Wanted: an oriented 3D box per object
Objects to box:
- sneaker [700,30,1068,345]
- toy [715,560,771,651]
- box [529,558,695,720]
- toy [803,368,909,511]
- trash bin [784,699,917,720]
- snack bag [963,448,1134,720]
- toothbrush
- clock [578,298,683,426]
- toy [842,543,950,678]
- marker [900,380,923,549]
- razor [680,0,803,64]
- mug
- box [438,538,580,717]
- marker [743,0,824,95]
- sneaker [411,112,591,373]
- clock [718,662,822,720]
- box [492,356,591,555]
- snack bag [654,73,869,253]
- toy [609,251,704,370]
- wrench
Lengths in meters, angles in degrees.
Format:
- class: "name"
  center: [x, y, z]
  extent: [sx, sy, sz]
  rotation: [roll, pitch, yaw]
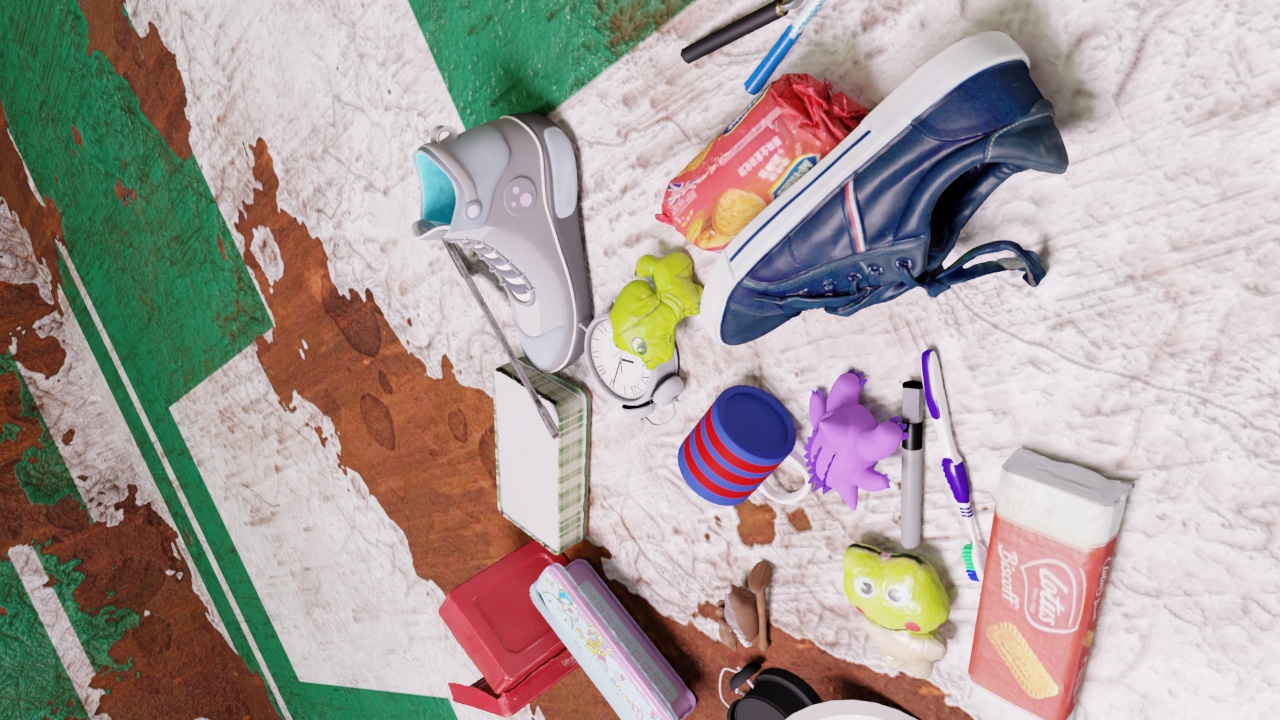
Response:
- class: "sneaker"
  center: [0.156, -0.067, 0.610]
  extent: [0.296, 0.120, 0.127]
  rotation: [-42, 66, 45]
- class: "toy"
  center: [0.098, 0.237, 0.872]
  extent: [0.055, 0.041, 0.102]
  rotation: [5, 125, 19]
- class: "box"
  center: [-0.024, 0.302, 0.987]
  extent: [0.214, 0.089, 0.093]
  rotation: [49, 143, 16]
- class: "toy"
  center: [0.156, 0.066, 0.711]
  extent: [0.088, 0.055, 0.106]
  rotation: [95, 152, -44]
- class: "trash bin"
  center: [0.183, 0.438, 0.797]
  extent: [0.195, 0.195, 0.200]
  rotation: [30, 139, 32]
- class: "snack bag"
  center: [0.283, 0.175, 0.653]
  extent: [0.077, 0.041, 0.225]
  rotation: [22, 126, 40]
- class: "toothbrush"
  center: [0.231, 0.080, 0.675]
  extent: [0.016, 0.015, 0.187]
  rotation: [-4, 106, 52]
- class: "clock"
  center: [-0.005, 0.005, 0.860]
  extent: [0.095, 0.035, 0.122]
  rotation: [-31, 86, 49]
- class: "toy"
  center: [0.208, 0.205, 0.742]
  extent: [0.092, 0.043, 0.118]
  rotation: [3, 114, 43]
- class: "marker"
  center: [0.207, 0.082, 0.699]
  extent: [0.016, 0.016, 0.141]
  rotation: [14, 120, 41]
- class: "razor"
  center: [0.080, -0.245, 0.656]
  extent: [0.022, 0.042, 0.145]
  rotation: [38, 152, -25]
- class: "mug"
  center: [0.097, 0.081, 0.778]
  extent: [0.112, 0.074, 0.076]
  rotation: [30, 135, -3]
- class: "box"
  center: [-0.143, 0.302, 1.066]
  extent: [0.152, 0.156, 0.165]
  rotation: [-2, 106, 44]
- class: "marker"
  center: [0.114, -0.238, 0.631]
  extent: [0.013, 0.013, 0.142]
  rotation: [53, 137, 11]
- class: "sneaker"
  center: [-0.132, -0.091, 0.847]
  extent: [0.093, 0.160, 0.257]
  rotation: [17, 120, 39]
- class: "clock"
  center: [0.126, 0.346, 0.898]
  extent: [0.121, 0.042, 0.091]
  rotation: [25, 126, 35]
- class: "box"
  center: [-0.109, 0.104, 1.009]
  extent: [0.118, 0.049, 0.206]
  rotation: [27, 127, 38]
- class: "snack bag"
  center: [0.087, -0.142, 0.662]
  extent: [0.177, 0.082, 0.082]
  rotation: [-36, 83, 48]
- class: "toy"
  center: [0.013, -0.044, 0.794]
  extent: [0.094, 0.036, 0.094]
  rotation: [-23, 91, 13]
- class: "wrench"
  center: [-0.145, -0.028, 0.939]
  extent: [0.273, 0.010, 0.070]
  rotation: [57, 171, 28]
